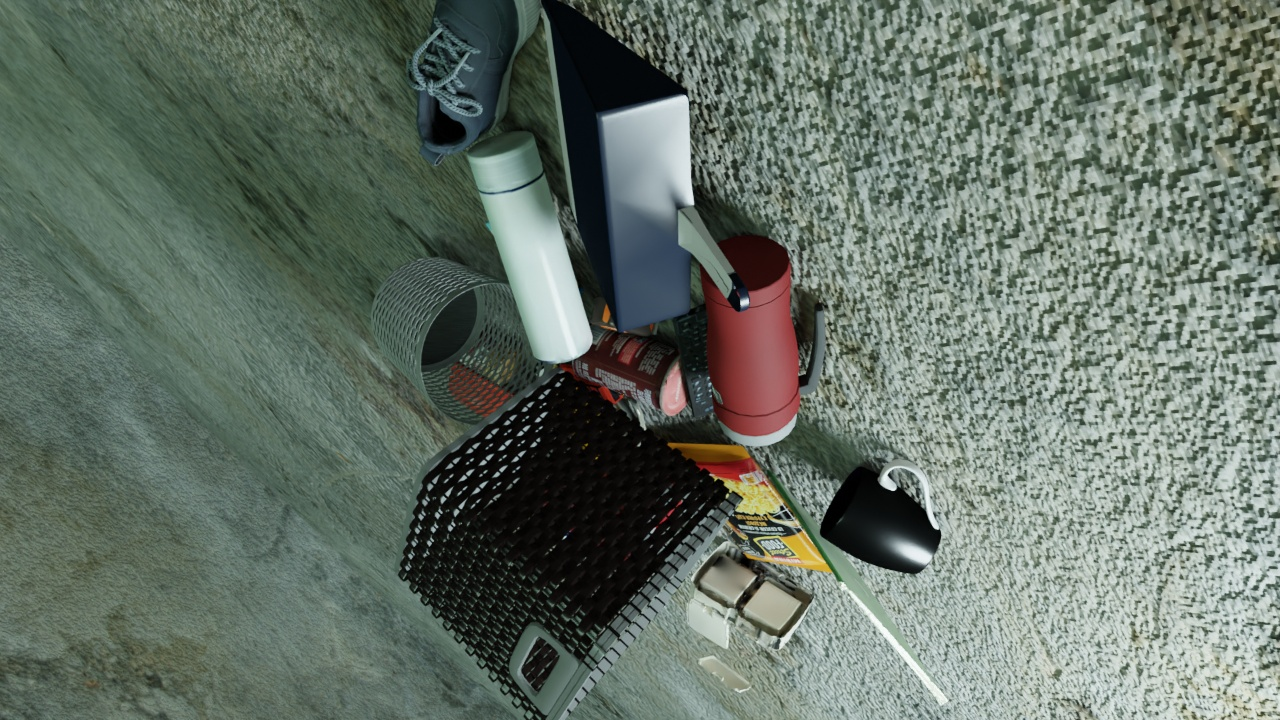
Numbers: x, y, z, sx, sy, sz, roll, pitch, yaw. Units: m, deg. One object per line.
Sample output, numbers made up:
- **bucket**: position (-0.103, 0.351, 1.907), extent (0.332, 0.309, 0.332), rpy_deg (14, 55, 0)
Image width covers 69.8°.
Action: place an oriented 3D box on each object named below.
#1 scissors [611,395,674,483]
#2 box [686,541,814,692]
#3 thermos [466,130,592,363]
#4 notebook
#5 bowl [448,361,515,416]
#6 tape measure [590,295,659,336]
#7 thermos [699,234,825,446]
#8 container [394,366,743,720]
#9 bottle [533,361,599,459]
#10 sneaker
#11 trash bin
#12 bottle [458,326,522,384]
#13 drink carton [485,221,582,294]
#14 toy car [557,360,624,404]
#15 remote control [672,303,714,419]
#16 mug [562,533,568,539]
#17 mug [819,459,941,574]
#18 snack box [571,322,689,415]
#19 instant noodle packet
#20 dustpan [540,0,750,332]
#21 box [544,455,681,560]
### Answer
- **scissors**: position (-0.001, 0.097, 1.137), extent (0.158, 0.012, 0.171), rpy_deg (13, 133, 52)
- **box**: position (0.114, 0.353, 1.189), extent (0.143, 0.186, 0.105), rpy_deg (29, 134, 27)
- **thermos**: position (-0.106, -0.108, 0.906), extent (0.068, 0.067, 0.230), rpy_deg (13, 131, 36)
- **notebook**: position (0.217, 0.225, 0.960), extent (0.182, 0.010, 0.252), rpy_deg (50, -175, -18)
- **bowl**: position (-0.209, 0.048, 1.231), extent (0.130, 0.045, 0.130), rpy_deg (29, 176, 2)
- **tape measure**: position (-0.020, -0.050, 0.954), extent (0.058, 0.038, 0.059), rpy_deg (16, 177, -39)
- **thermos**: position (0.113, -0.014, 0.835), extent (0.108, 0.083, 0.199), rpy_deg (-6, 135, 6)
- **container**: position (-0.087, 0.193, 0.979), extent (0.243, 0.244, 0.248), rpy_deg (39, 137, 13)
- **bottle**: position (-0.085, 0.059, 1.156), extent (0.143, 0.043, 0.043), rpy_deg (55, 147, -9)
- **sneaker**: position (-0.152, -0.256, 0.773), extent (0.089, 0.087, 0.236), rpy_deg (37, 150, 3)
- **trash bin**: position (-0.208, -0.032, 1.039), extent (0.183, 0.156, 0.156), rpy_deg (27, 153, 51)
- **bottle**: position (-0.210, -0.016, 1.188), extent (0.105, 0.056, 0.056), rpy_deg (29, 149, 15)
- **drink carton**: position (-0.112, -0.109, 0.972), extent (0.039, 0.044, 0.129), rpy_deg (2, 135, 46)
- **toy car**: position (-0.057, 0.020, 1.080), extent (0.100, 0.048, 0.051), rpy_deg (10, 139, 39)
- **remote control**: position (0.063, 0.000, 0.941), extent (0.150, 0.047, 0.022), rpy_deg (76, 169, -46)
- **mug**: position (-0.089, 0.194, 1.323), extent (0.121, 0.090, 0.090), rpy_deg (-25, 119, 18)
- **mug**: position (0.253, 0.155, 0.917), extent (0.100, 0.084, 0.119), rpy_deg (31, 120, 3)
- **snack box**: position (-0.006, 0.006, 0.987), extent (0.121, 0.072, 0.072), rpy_deg (21, 146, 28)
- **instant noodle packet**: position (0.127, 0.178, 1.112), extent (0.160, 0.032, 0.221), rpy_deg (-5, 129, 54)
- **dustpan**: position (0.002, -0.132, 0.746), extent (0.237, 0.080, 0.272), rpy_deg (86, 166, -52)
- **box**: position (-0.035, 0.176, 1.195), extent (0.158, 0.128, 0.087), rpy_deg (28, 152, 20)
